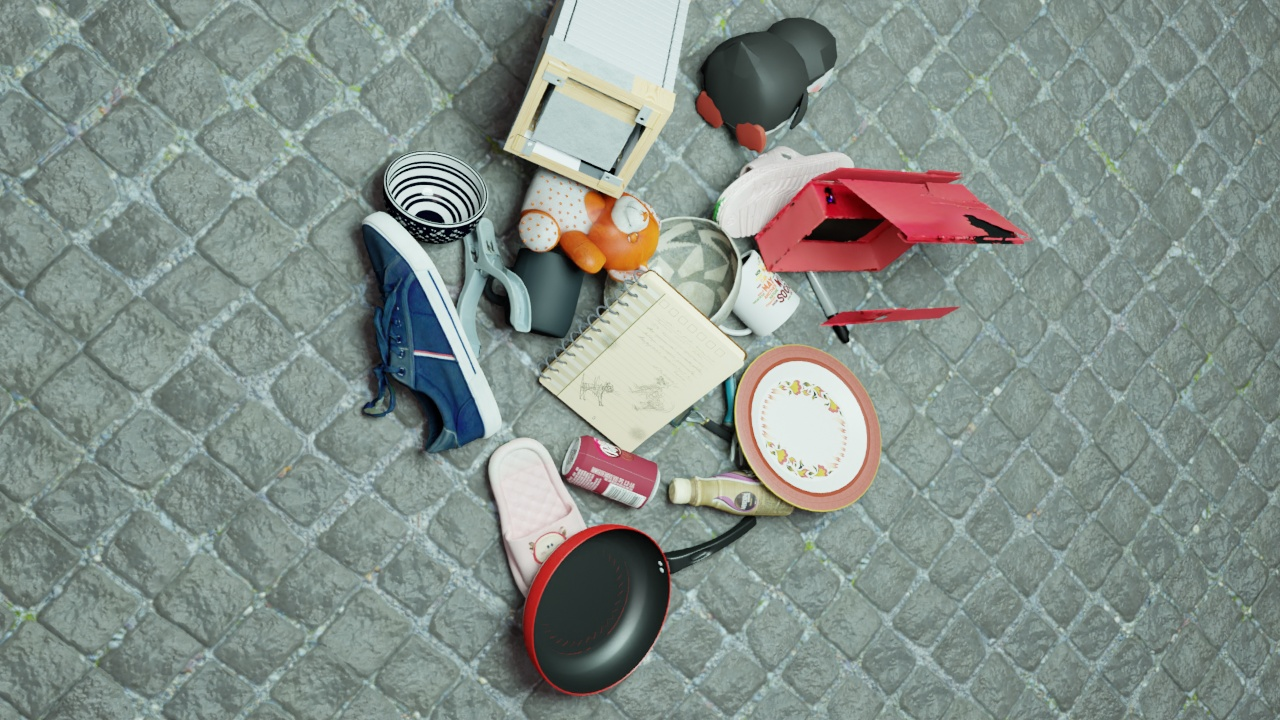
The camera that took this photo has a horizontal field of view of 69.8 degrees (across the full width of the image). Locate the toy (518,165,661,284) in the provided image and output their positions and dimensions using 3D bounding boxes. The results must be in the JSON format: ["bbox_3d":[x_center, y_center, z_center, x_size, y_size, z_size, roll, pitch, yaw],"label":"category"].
[{"bbox_3d":[-0.052,-0.170,1.093,0.172,0.093,0.163,24,59,-18],"label":"toy"}]

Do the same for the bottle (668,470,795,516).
[{"bbox_3d":[0.120,0.173,1.203,0.166,0.060,0.059,3,89,-15],"label":"bottle"}]

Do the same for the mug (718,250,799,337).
[{"bbox_3d":[0.140,-0.078,1.209,0.105,0.073,0.089,-43,101,14],"label":"mug"}]

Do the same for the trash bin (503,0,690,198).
[{"bbox_3d":[-0.044,-0.343,1.059,0.142,0.143,0.246,21,52,-15],"label":"trash bin"}]

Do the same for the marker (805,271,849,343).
[{"bbox_3d":[0.256,-0.086,1.267,0.022,0.016,0.138,-34,99,-45],"label":"marker"}]

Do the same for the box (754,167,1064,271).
[{"bbox_3d":[0.311,-0.182,1.108,0.210,0.319,0.121,-3,89,-31],"label":"box"}]

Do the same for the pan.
[{"bbox_3d":[0.004,0.274,1.159,0.355,0.067,0.209,-26,115,-33],"label":"pan"}]

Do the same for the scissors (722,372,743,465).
[{"bbox_3d":[0.134,0.056,1.216,0.123,0.019,0.148,51,60,-16],"label":"scissors"}]

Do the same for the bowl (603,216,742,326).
[{"bbox_3d":[0.051,-0.088,1.156,0.178,0.178,0.081,-58,147,-9],"label":"bowl"}]

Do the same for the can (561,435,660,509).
[{"bbox_3d":[-0.037,0.140,1.157,0.114,0.063,0.063,24,83,-14],"label":"can"}]

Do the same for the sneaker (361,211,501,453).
[{"bbox_3d":[-0.279,-0.023,1.070,0.127,0.121,0.294,-27,100,-27],"label":"sneaker"}]

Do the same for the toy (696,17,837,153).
[{"bbox_3d":[0.178,-0.384,1.183,0.183,0.140,0.159,-38,63,-24],"label":"toy"}]

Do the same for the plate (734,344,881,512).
[{"bbox_3d":[0.222,0.089,1.226,0.229,0.021,0.229,9,68,-22],"label":"plate"}]

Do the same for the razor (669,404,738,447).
[{"bbox_3d":[0.107,0.097,1.222,0.144,0.022,0.043,30,124,-18],"label":"razor"}]

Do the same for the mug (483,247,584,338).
[{"bbox_3d":[-0.136,-0.084,1.127,0.122,0.085,0.094,13,86,12],"label":"mug"}]

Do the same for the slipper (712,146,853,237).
[{"bbox_3d":[0.181,-0.232,1.204,0.238,0.064,0.094,-21,140,-33],"label":"slipper"}]

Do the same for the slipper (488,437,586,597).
[{"bbox_3d":[-0.122,0.202,1.137,0.106,0.056,0.221,-20,96,-17],"label":"slipper"}]

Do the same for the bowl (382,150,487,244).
[{"bbox_3d":[-0.247,-0.183,1.091,0.120,0.067,0.120,11,53,-15],"label":"bowl"}]

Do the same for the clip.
[{"bbox_3d":[-0.203,-0.073,1.120,0.030,0.159,0.173,8,49,-48],"label":"clip"}]

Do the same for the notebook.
[{"bbox_3d":[-0.006,0.007,1.107,0.167,0.226,0.024,41,36,-12],"label":"notebook"}]
